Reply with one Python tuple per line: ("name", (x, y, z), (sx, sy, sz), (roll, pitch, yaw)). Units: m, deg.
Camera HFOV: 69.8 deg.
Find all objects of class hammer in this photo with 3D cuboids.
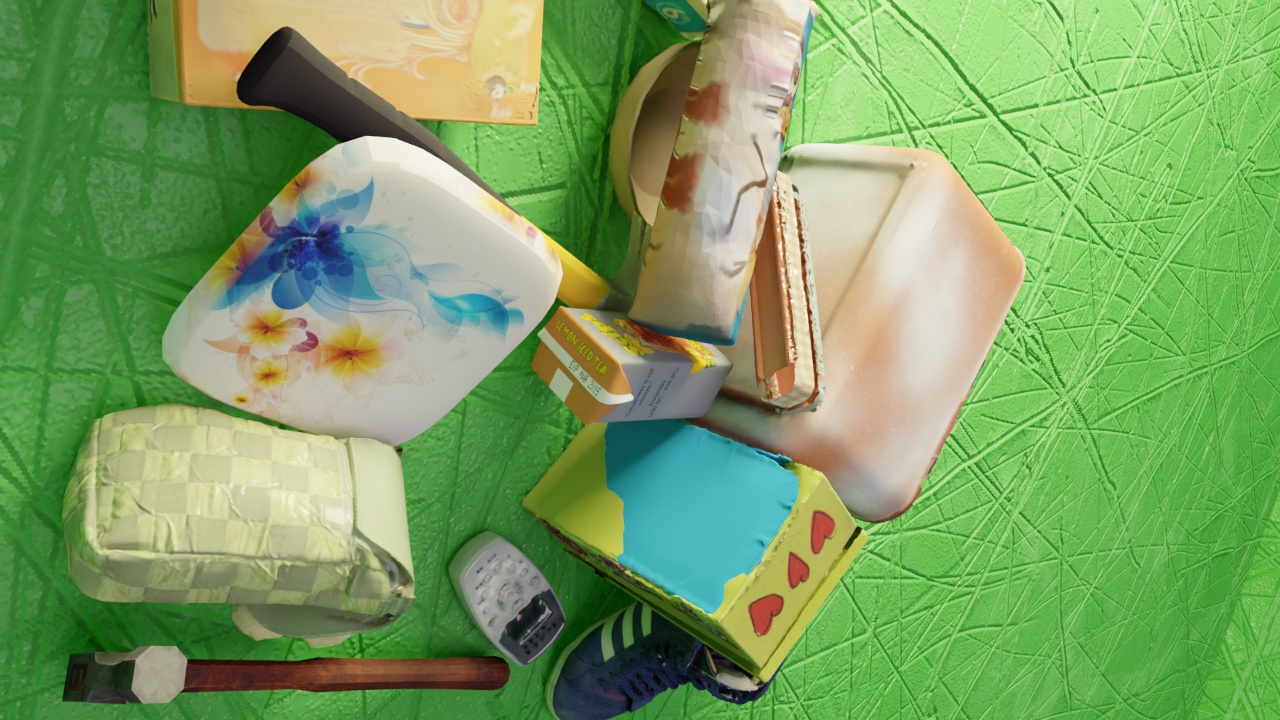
("hammer", (-0.089, -0.083, 0.538), (0.127, 0.029, 0.323), (-47, 144, 5))
("hammer", (-0.194, 0.195, 0.569), (0.300, 0.111, 0.028), (24, 58, -51))

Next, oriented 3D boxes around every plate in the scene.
("plate", (-0.145, -0.023, 0.518), (0.187, 0.016, 0.187), (-43, 142, 12))

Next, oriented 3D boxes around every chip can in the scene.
("chip can", (0.053, -0.127, 0.589), (0.079, 0.080, 0.229), (17, 85, -42))

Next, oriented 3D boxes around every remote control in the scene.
("remote control", (-0.098, 0.175, 0.678), (0.060, 0.028, 0.114), (-41, 126, -23))

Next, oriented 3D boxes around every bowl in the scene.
("bowl", (0.033, -0.156, 0.670), (0.152, 0.050, 0.152), (-17, 118, -36))

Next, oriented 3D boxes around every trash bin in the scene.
("trash bin", (0.156, -0.033, 0.730), (0.157, 0.182, 0.259), (36, 80, -39))

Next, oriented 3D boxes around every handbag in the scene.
("handbag", (-0.217, 0.097, 0.512), (0.186, 0.113, 0.117), (13, 126, -29))

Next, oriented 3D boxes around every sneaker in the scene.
("sneaker", (0.025, 0.231, 0.682), (0.091, 0.118, 0.233), (39, 101, -25))

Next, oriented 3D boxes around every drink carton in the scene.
("drink carton", (-0.004, 0.004, 0.618), (0.124, 0.076, 0.049), (1, 125, -49))

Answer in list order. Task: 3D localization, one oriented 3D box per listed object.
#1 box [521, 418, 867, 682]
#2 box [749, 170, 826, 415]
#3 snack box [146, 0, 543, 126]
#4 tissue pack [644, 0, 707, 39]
("box", (0.030, 0.112, 0.639), (0.124, 0.221, 0.082), (-52, 130, -19))
("box", (0.095, -0.053, 0.635), (0.058, 0.060, 0.186), (92, -4, -62))
("snack box", (-0.151, -0.205, 0.482), (0.194, 0.081, 0.145), (-8, 111, -39))
("tissue pack", (0.018, -0.306, 0.608), (0.209, 0.066, 0.117), (28, 85, -44))
